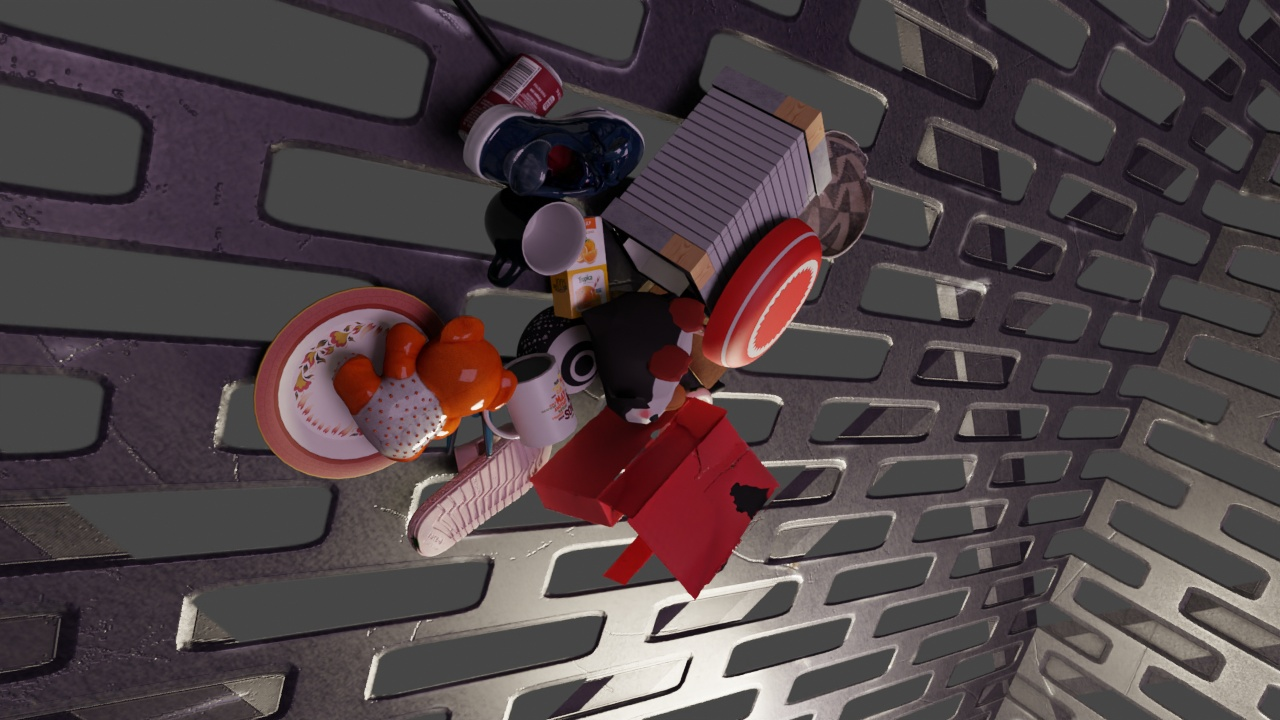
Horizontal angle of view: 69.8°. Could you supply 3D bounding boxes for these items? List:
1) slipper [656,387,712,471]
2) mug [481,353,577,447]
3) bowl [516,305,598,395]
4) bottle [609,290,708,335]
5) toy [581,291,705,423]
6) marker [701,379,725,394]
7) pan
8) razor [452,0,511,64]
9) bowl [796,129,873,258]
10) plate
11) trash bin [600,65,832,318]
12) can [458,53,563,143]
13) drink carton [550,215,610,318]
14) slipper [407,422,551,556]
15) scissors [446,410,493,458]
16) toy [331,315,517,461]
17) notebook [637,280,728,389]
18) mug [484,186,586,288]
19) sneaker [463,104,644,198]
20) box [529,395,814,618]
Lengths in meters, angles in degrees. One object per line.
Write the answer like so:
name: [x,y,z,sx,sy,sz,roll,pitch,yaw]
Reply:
slipper: [0.065,0.139,1.378,0.106,0.056,0.222,-11,125,-37]
mug: [-0.137,0.053,1.102,0.105,0.073,0.090,-25,117,-16]
bowl: [-0.089,-0.005,1.165,0.120,0.066,0.120,-20,124,-32]
bottle: [0.035,-0.056,1.207,0.166,0.059,0.060,5,111,-15]
toy: [-0.007,0.007,1.136,0.184,0.140,0.158,97,12,-58]
marker: [0.073,0.051,1.375,0.138,0.016,0.022,-14,90,-34]
pan: [0.176,-0.071,1.232,0.209,0.067,0.356,-55,161,3]
razor: [-0.176,-0.356,0.933,0.042,0.022,0.144,-51,135,-6]
bowl: [0.248,-0.238,1.316,0.178,0.081,0.178,-8,103,-40]
plate: [-0.313,0.024,1.020,0.229,0.021,0.230,-20,124,-32]
trash bin: [0.101,-0.204,1.140,0.246,0.142,0.142,-51,153,-7]
can: [-0.139,-0.269,0.983,0.114,0.063,0.063,-51,135,-7]
drink carton: [-0.077,-0.118,1.116,0.058,0.040,0.122,-15,107,-35]
slipper: [-0.205,0.149,1.152,0.238,0.064,0.094,-41,138,-35]
scissors: [-0.202,0.052,1.108,0.123,0.019,0.148,-34,93,5]
toy: [-0.234,0.028,1.018,0.172,0.093,0.164,-31,128,-8]
notebook: [0.099,-0.081,1.318,0.167,0.024,0.225,-48,135,-8]
mug: [-0.132,-0.135,1.039,0.085,0.094,0.121,34,89,-45]
sneaker: [-0.053,-0.213,0.995,0.293,0.127,0.121,-22,145,-60]
box: [0.040,0.149,1.160,0.210,0.319,0.121,-44,147,-35]
